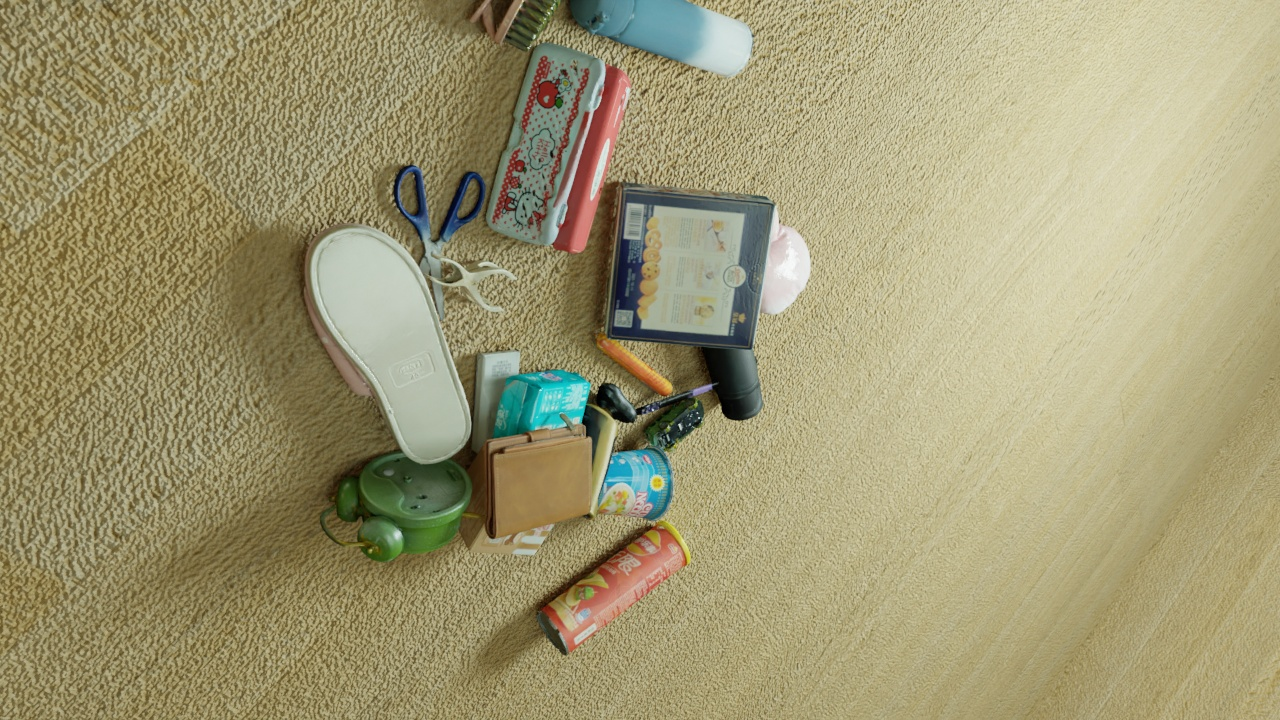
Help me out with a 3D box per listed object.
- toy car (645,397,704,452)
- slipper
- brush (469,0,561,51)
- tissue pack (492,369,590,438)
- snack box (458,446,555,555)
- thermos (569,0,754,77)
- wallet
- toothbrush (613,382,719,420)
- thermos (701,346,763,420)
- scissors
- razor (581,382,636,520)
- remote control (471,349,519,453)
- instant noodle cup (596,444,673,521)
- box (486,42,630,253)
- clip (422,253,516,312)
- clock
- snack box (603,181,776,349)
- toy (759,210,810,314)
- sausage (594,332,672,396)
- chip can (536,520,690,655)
[{"bbox_3d":[0.047,0.085,1.227,0.091,0.036,0.043,-35,127,-21],"label":"toy car"},{"bbox_3d":[-0.249,-0.014,0.921,0.114,0.054,0.275,-31,122,-17],"label":"slipper"},{"bbox_3d":[-0.104,-0.370,0.886,0.073,0.063,0.145,32,90,-14],"label":"brush"},{"bbox_3d":[-0.111,0.061,1.056,0.133,0.050,0.093,-4,111,-63],"label":"tissue pack"},{"bbox_3d":[-0.152,0.162,1.055,0.094,0.077,0.093,14,117,-42],"label":"snack box"},{"bbox_3d":[0.025,-0.363,0.989,0.220,0.070,0.070,3,107,-40],"label":"thermos"},{"bbox_3d":[-0.108,0.122,0.990,0.130,0.035,0.119,-7,98,-42],"label":"wallet"},{"bbox_3d":[0.022,0.059,1.186,0.188,0.017,0.014,-18,119,-20],"label":"toothbrush"},{"bbox_3d":[0.115,-0.036,1.218,0.089,0.068,0.243,-60,143,-41],"label":"thermos"},{"bbox_3d":[-0.207,-0.125,0.939,0.162,0.012,0.162,-40,131,-19],"label":"scissors"},{"bbox_3d":[-0.048,0.109,1.098,0.062,0.067,0.167,110,-6,-62],"label":"razor"},{"bbox_3d":[-0.164,0.048,1.045,0.048,0.024,0.125,-9,114,-37],"label":"remote control"},{"bbox_3d":[-0.030,0.157,1.164,0.109,0.099,0.099,3,107,-32],"label":"instant noodle cup"},{"bbox_3d":[-0.085,-0.222,0.979,0.095,0.100,0.201,-31,140,-79],"label":"box"},{"bbox_3d":[-0.172,-0.096,0.959,0.086,0.035,0.104,-53,138,-8],"label":"clip"},{"bbox_3d":[-0.252,0.153,0.958,0.160,0.116,0.056,-12,127,-39],"label":"clock"},{"bbox_3d":[0.055,-0.109,1.082,0.182,0.045,0.178,5,109,-8],"label":"snack box"},{"bbox_3d":[0.174,-0.136,1.220,0.121,0.054,0.159,-52,134,-19],"label":"toy"},{"bbox_3d":[-0.007,0.007,1.158,0.165,0.021,0.021,38,83,-43],"label":"sausage"},{"bbox_3d":[-0.034,0.305,1.235,0.216,0.073,0.073,-33,127,-25],"label":"chip can"}]
